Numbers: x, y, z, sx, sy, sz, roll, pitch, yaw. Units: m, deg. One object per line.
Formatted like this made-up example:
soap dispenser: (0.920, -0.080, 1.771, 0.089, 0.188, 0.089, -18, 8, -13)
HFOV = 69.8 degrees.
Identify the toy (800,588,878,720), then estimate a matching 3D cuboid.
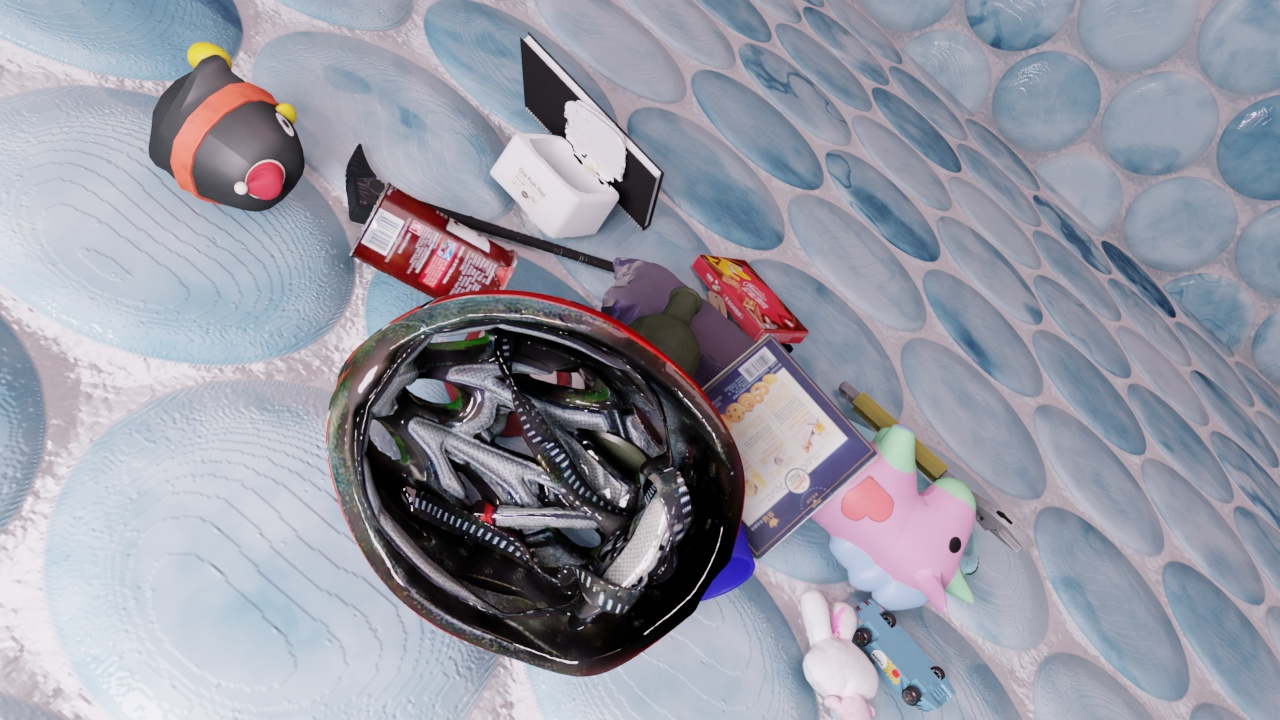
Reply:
toy: (0.166, 0.255, 0.762, 0.076, 0.037, 0.125, 22, 42, -33)

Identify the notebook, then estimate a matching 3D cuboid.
notebook: (-0.056, -0.244, 1.004, 0.016, 0.149, 0.206, -42, 84, -12)

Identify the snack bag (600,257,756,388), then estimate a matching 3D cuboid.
snack bag: (0.050, -0.018, 0.891, 0.205, 0.059, 0.096, 38, 35, -13)

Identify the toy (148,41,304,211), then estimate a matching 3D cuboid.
toy: (-0.300, -0.159, 0.685, 0.119, 0.097, 0.099, 36, 78, 10)

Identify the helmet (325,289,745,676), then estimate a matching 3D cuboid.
helmet: (-0.066, 0.070, 0.591, 0.272, 0.217, 0.167, 34, 1, -12)

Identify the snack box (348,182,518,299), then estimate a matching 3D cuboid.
snack box: (-0.171, -0.088, 0.764, 0.121, 0.072, 0.072, 29, 37, -18)

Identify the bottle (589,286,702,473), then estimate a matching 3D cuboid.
bottle: (0.006, 0.012, 0.765, 0.071, 0.072, 0.206, 37, 47, -9)

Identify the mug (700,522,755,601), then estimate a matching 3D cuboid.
mug: (0.026, 0.135, 0.719, 0.111, 0.079, 0.083, 4, 49, -26)

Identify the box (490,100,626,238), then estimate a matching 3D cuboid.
box: (-0.065, -0.207, 0.936, 0.110, 0.130, 0.102, 49, 30, 13)

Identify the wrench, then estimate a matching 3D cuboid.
wrench: (0.322, 0.114, 1.025, 0.273, 0.018, 0.084, 46, -7, 27)

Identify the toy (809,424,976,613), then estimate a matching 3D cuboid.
toy: (0.212, 0.143, 0.870, 0.222, 0.120, 0.171, 10, 82, 3)

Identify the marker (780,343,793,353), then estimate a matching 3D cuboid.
marker: (0.135, -0.003, 1.023, 0.145, 0.019, 0.019, -15, 64, -51)

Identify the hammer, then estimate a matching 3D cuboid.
hammer: (-0.130, -0.128, 0.900, 0.324, 0.015, 0.095, 14, 43, -36)

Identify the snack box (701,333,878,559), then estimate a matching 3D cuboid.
snack box: (0.108, 0.076, 0.814, 0.145, 0.144, 0.043, 50, -8, 8)

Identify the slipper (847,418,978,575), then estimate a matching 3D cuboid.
slipper: (0.272, 0.128, 0.979, 0.276, 0.070, 0.115, 37, 31, -9)

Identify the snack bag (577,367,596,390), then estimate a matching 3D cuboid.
snack bag: (-0.005, 0.005, 0.875, 0.074, 0.018, 0.154, 45, 35, 3)

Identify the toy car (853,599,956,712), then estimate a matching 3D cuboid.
toy car: (0.226, 0.267, 0.819, 0.060, 0.028, 0.107, -8, 49, -49)

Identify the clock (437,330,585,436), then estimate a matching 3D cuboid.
clock: (-0.101, 0.009, 0.750, 0.137, 0.048, 0.096, -14, 63, -49)

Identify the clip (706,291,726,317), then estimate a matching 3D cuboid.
clip: (0.082, -0.052, 1.015, 0.025, 0.047, 0.062, 25, 66, -24)

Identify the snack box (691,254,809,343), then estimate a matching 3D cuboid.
snack box: (0.127, -0.071, 1.070, 0.089, 0.021, 0.133, 0, 44, -44)
